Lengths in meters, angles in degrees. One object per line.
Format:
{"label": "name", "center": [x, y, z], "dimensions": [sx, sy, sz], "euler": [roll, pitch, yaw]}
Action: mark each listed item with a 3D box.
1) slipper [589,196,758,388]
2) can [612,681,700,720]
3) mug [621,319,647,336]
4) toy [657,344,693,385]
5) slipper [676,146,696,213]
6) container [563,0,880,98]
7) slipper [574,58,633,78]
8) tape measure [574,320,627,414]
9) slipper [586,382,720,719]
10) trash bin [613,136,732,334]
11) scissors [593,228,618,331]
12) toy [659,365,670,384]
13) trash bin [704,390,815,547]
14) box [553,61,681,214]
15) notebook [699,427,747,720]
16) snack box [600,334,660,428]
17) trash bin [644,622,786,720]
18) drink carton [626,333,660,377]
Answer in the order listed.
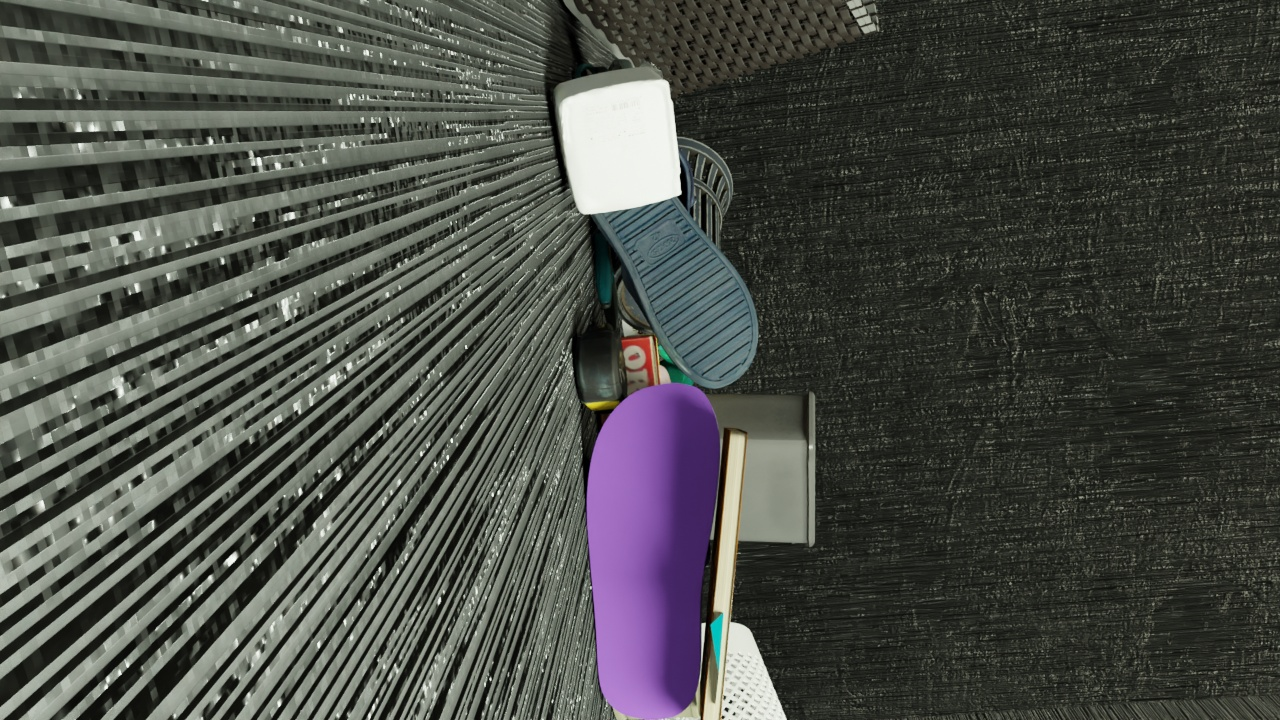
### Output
{"label": "slipper", "center": [0.028, -0.095, 0.920], "dimensions": [0.263, 0.101, 0.082], "euler": [59, -2, 0]}
{"label": "can", "center": [0.012, 0.260, 0.837], "dimensions": [0.127, 0.073, 0.128], "euler": [-3, 88, -86]}
{"label": "mug", "center": [0.022, -0.069, 1.278], "dimensions": [0.105, 0.089, 0.073], "euler": [-49, 133, -84]}
{"label": "toy", "center": [0.061, 0.005, 1.228], "dimensions": [0.130, 0.072, 0.194], "euler": [-8, 133, -58]}
{"label": "slipper", "center": [0.015, -0.208, 1.039], "dimensions": [0.252, 0.105, 0.095], "euler": [-94, -163, -45]}
{"label": "container", "center": [0.073, -0.445, 0.937], "dimensions": [0.245, 0.244, 0.247], "euler": [26, 55, -55]}
{"label": "slipper", "center": [-0.045, -0.272, 0.993], "dimensions": [0.268, 0.054, 0.098], "euler": [-118, -157, -71]}
{"label": "tape measure", "center": [-0.033, 0.008, 0.783], "dimensions": [0.072, 0.042, 0.071], "euler": [-84, 172, -56]}
{"label": "slipper", "center": [0.013, 0.156, 0.778], "dimensions": [0.084, 0.107, 0.266], "euler": [46, 45, -80]}
{"label": "trash bin", "center": [0.038, -0.153, 1.173], "dimensions": [0.226, 0.164, 0.164], "euler": [-86, 170, -45]}
{"label": "scissors", "center": [-0.039, -0.101, 0.992], "dimensions": [0.124, 0.019, 0.156], "euler": [-87, 169, -72]}
{"label": "toy", "center": [0.017, 0.041, 1.163], "dimensions": [0.063, 0.047, 0.110], "euler": [-78, 165, -59]}
{"label": "trash bin", "center": [0.100, 0.131, 1.113], "dimensions": [0.097, 0.220, 0.192], "euler": [-78, 164, -48]}
{"label": "box", "center": [-0.014, -0.212, 0.814], "dimensions": [0.136, 0.128, 0.109], "euler": [-113, -168, -54]}
{"label": "notebook", "center": [0.066, 0.180, 0.749], "dimensions": [0.178, 0.014, 0.249], "euler": [39, 56, -85]}
{"label": "snack box", "center": [-0.003, 0.093, 0.929], "dimensions": [0.113, 0.060, 0.236], "euler": [-31, 116, -87]}
{"label": "trash bin", "center": [0.082, 0.403, 0.984], "dimensions": [0.196, 0.195, 0.199], "euler": [79, -3, -51]}
{"label": "drink carton", "center": [-0.006, 0.006, 1.053], "dimensions": [0.134, 0.043, 0.058], "euler": [-41, 126, -78]}
